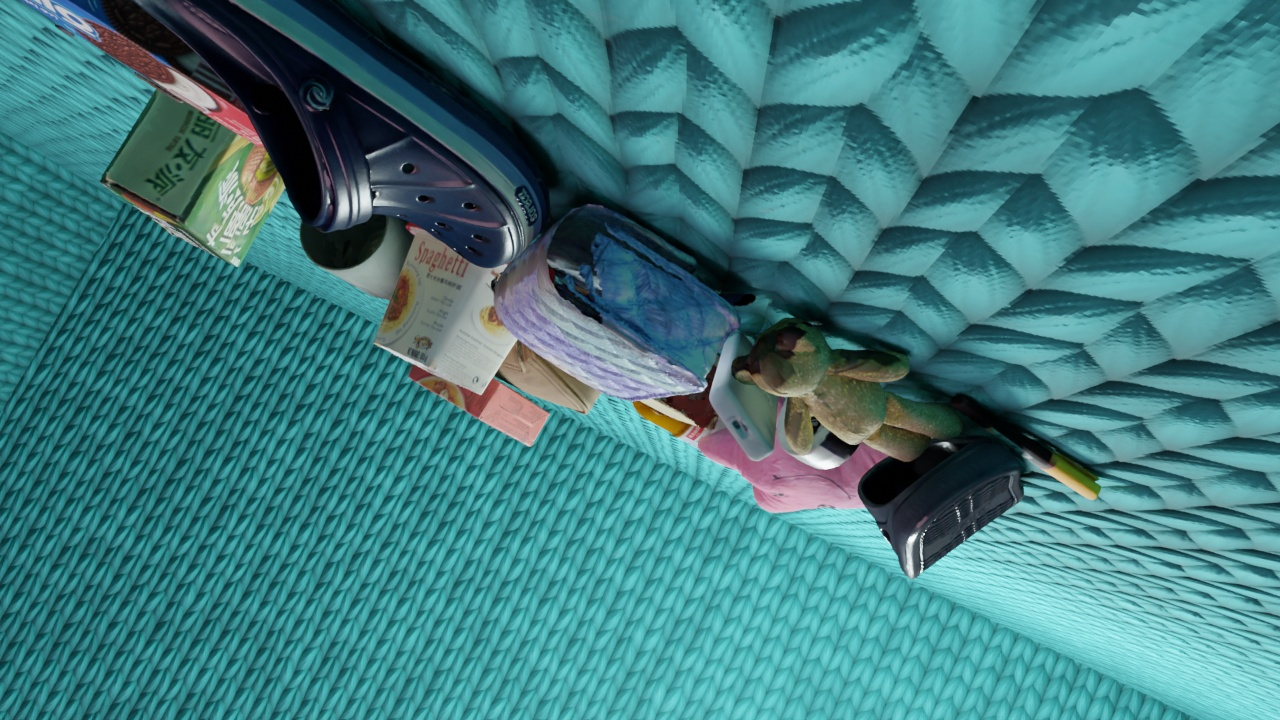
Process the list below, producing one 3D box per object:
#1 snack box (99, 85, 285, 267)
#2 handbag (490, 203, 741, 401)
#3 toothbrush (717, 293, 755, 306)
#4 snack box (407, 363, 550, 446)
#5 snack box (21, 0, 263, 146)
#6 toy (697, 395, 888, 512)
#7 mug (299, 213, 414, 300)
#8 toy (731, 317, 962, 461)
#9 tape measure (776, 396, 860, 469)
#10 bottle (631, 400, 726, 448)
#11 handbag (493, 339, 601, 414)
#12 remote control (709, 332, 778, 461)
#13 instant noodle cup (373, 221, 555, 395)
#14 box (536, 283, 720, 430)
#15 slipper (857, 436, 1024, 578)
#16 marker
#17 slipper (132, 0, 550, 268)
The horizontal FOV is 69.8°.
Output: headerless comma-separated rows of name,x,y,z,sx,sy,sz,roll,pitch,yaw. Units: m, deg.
snack box,-0.342,-0.152,0.738,0.063,0.114,0.240,29,171,-13
handbag,-0.024,-0.034,0.616,0.134,0.075,0.194,33,166,-15
toothbrush,0.028,-0.043,0.640,0.017,0.014,0.189,43,166,-20
snack box,-0.174,0.031,0.950,0.127,0.044,0.113,27,173,28
snack box,-0.269,-0.191,0.471,0.207,0.057,0.058,33,167,-38
toy,0.150,0.093,0.797,0.194,0.074,0.179,19,146,-8
mug,-0.262,-0.122,0.852,0.124,0.083,0.103,52,-179,17
toy,0.135,0.021,0.577,0.157,0.066,0.105,25,141,-23
tape measure,0.134,0.046,0.683,0.033,0.066,0.066,29,171,-30
bottle,0.057,0.051,0.947,0.189,0.068,0.068,29,172,-16
handbag,-0.120,-0.028,0.919,0.205,0.099,0.148,20,162,38
remote control,0.072,0.022,0.628,0.056,0.020,0.135,53,-162,-9
instant noodle cup,-0.151,-0.047,0.773,0.116,0.124,0.116,20,170,38
box,-0.005,0.005,0.806,0.168,0.079,0.091,29,172,-24
slipper,0.217,0.092,0.676,0.083,0.111,0.268,56,-176,24
marker,0.245,0.054,0.581,0.124,0.015,0.018,31,170,-15
slipper,-0.149,-0.114,0.470,0.105,0.095,0.252,21,167,49
